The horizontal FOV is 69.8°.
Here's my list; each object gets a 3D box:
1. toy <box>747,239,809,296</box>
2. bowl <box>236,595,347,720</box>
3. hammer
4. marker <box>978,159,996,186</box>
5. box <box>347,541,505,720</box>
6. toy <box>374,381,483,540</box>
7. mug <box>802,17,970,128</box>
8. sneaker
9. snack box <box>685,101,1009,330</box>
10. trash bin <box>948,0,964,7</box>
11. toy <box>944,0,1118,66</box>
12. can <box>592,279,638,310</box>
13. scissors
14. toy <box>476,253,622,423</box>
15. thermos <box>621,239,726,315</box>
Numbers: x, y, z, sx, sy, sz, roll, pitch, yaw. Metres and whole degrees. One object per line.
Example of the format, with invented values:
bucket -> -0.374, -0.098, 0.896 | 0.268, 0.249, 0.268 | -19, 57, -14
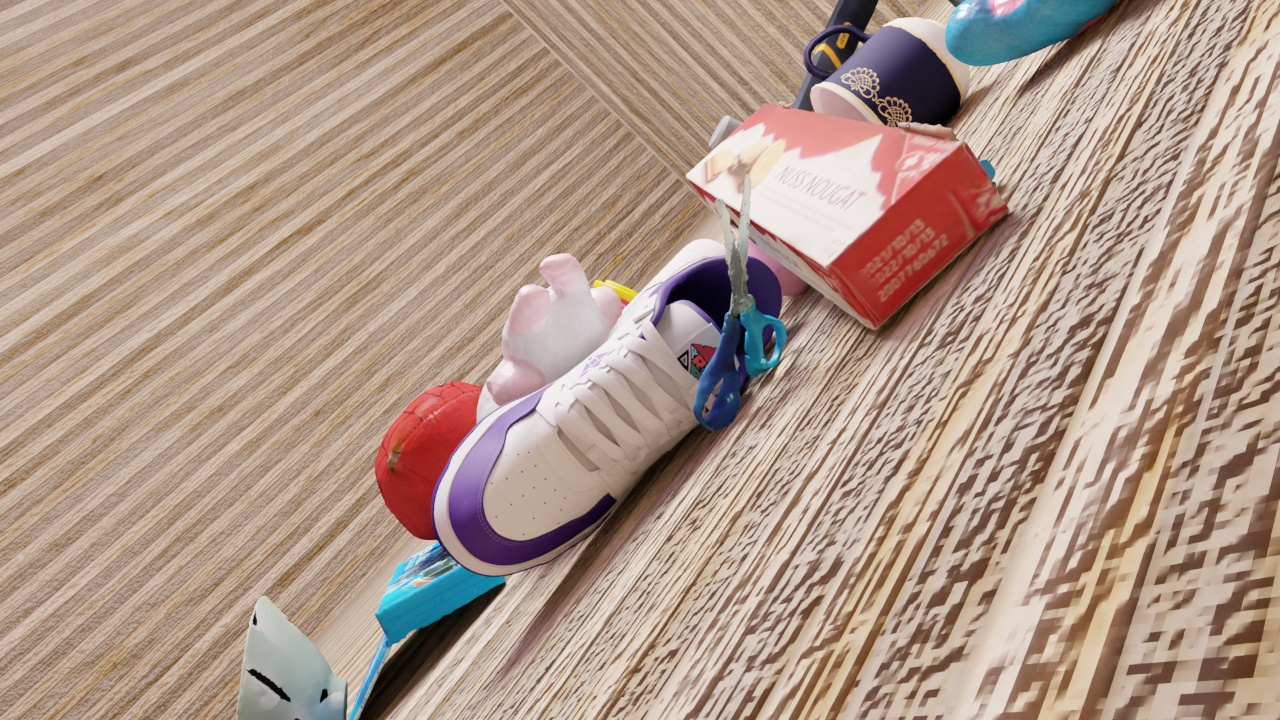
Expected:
toy -> 0.114, -0.102, 0.621 | 0.123, 0.067, 0.157 | -43, 10, 19
bowl -> -0.258, 0.265, 0.697 | 0.174, 0.068, 0.174 | 179, 91, -77
hammer -> 0.186, -0.307, 0.907 | 0.312, 0.139, 0.035 | -66, 10, -15
marker -> 0.146, -0.079, 0.461 | 0.018, 0.015, 0.123 | -41, 2, -3
box -> -0.188, 0.201, 0.736 | 0.175, 0.060, 0.244 | -48, 5, -12
toy -> -0.143, 0.084, 0.772 | 0.216, 0.099, 0.147 | 12, -81, -75
mug -> 0.176, -0.204, 0.658 | 0.089, 0.112, 0.085 | -44, 0, 1
sneaker -> -0.003, 0.022, 0.503 | 0.243, 0.092, 0.111 | -46, 10, -32
snack box -> 0.088, -0.093, 0.487 | 0.077, 0.044, 0.272 | -42, 20, 7
trash bin -> 0.317, -0.415, 0.805 | 0.200, 0.196, 0.218 | -43, 12, 37
toy -> 0.257, -0.261, 0.504 | 0.191, 0.099, 0.224 | -53, -7, -17
can -> -0.033, -0.005, 0.821 | 0.066, 0.066, 0.124 | -136, 69, -85
scissors -> 0.043, -0.023, 0.434 | 0.083, 0.016, 0.135 | -49, -35, -28
toy -> -0.055, 0.013, 0.607 | 0.138, 0.101, 0.180 | -42, -32, -36
thermos -> -0.004, 0.004, 0.760 | 0.229, 0.068, 0.101 | -46, -21, -18
